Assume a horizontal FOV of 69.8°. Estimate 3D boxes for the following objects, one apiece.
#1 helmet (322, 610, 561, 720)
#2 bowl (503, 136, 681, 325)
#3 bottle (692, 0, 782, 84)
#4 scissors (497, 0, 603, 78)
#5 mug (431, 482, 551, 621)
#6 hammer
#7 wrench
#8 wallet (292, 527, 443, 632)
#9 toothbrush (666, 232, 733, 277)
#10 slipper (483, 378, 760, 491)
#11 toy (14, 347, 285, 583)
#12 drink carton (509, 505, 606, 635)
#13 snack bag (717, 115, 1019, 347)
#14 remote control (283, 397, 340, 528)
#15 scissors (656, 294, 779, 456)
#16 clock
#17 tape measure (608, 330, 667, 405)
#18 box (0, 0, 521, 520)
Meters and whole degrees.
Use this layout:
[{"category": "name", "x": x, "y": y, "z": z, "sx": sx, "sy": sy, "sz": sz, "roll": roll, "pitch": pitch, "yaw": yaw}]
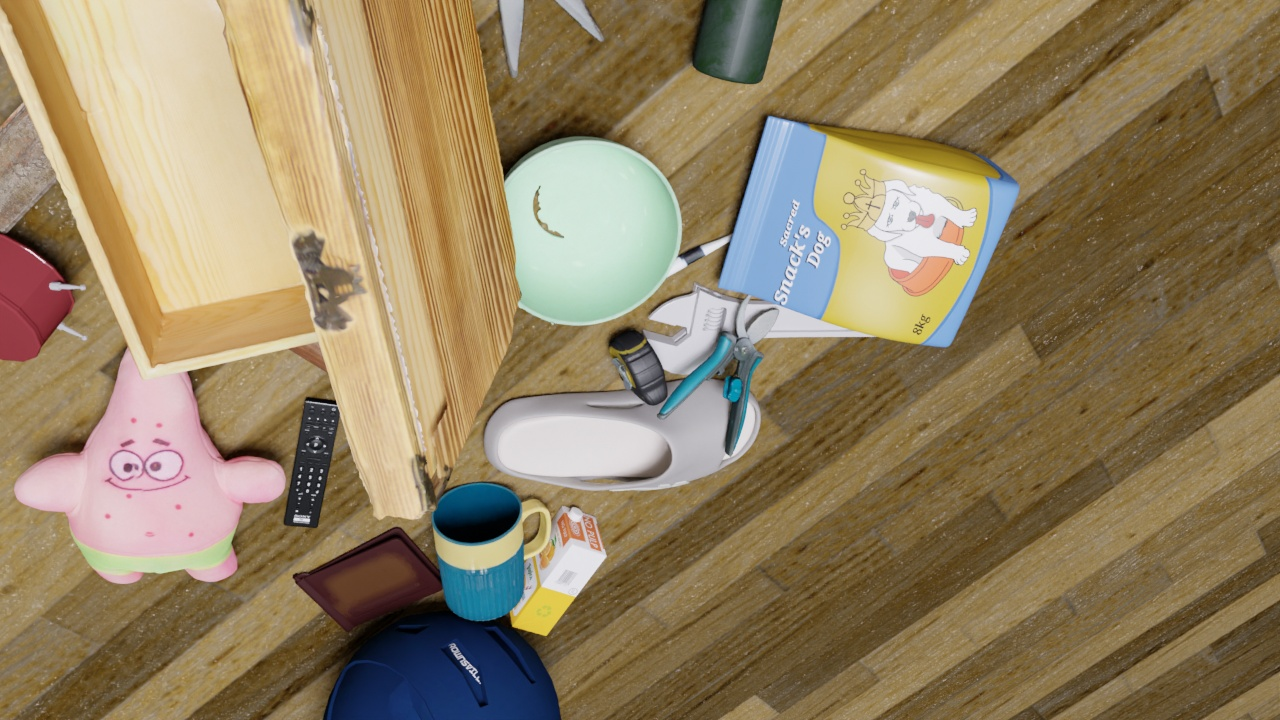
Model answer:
[{"category": "helmet", "x": -0.173, "y": 0.363, "z": 0.870, "sx": 0.231, "sy": 0.272, "sz": 0.224, "roll": -6, "pitch": 134, "yaw": -51}, {"category": "bowl", "x": -0.049, "y": -0.109, "z": 0.716, "sx": 0.150, "sy": 0.077, "sz": 0.151, "roll": -7, "pitch": 123, "yaw": -11}, {"category": "bottle", "x": 0.083, "y": -0.290, "z": 0.652, "sx": 0.055, "sy": 0.055, "sz": 0.174, "roll": 4, "pitch": 119, "yaw": -18}, {"category": "scissors", "x": -0.104, "y": -0.305, "z": 0.614, "sx": 0.216, "sy": 0.016, "sz": 0.226, "roll": 0, "pitch": 122, "yaw": -15}, {"category": "mug", "x": -0.138, "y": 0.178, "z": 0.876, "sx": 0.113, "sy": 0.083, "sz": 0.107, "roll": -19, "pitch": 127, "yaw": -28}, {"category": "hammer", "x": -0.316, "y": -0.081, "z": 0.685, "sx": 0.158, "sy": 0.037, "sz": 0.301, "roll": -40, "pitch": 123, "yaw": 11}, {"category": "wrench", "x": 0.135, "y": -0.029, "z": 0.855, "sx": 0.273, "sy": 0.018, "sz": 0.087, "roll": 0, "pitch": 121, "yaw": -16}, {"category": "wallet", "x": -0.265, "y": 0.217, "z": 0.902, "sx": 0.115, "sy": 0.018, "sz": 0.091, "roll": -26, "pitch": 125, "yaw": 4}, {"category": "toothbrush", "x": 0.034, "y": -0.088, "z": 0.793, "sx": 0.187, "sy": 0.012, "sz": 0.017, "roll": -29, "pitch": 111, "yaw": 4}, {"category": "slipper", "x": -0.008, "y": 0.082, "z": 0.847, "sx": 0.265, "sy": 0.080, "sz": 0.113, "roll": 0, "pitch": 118, "yaw": -15}, {"category": "toy", "x": -0.390, "y": 0.089, "z": 0.742, "sx": 0.191, "sy": 0.097, "sz": 0.237, "roll": 0, "pitch": 114, "yaw": -25}, {"category": "drink carton", "x": -0.084, "y": 0.208, "z": 0.918, "sx": 0.040, "sy": 0.058, "sz": 0.123, "roll": 24, "pitch": 112, "yaw": -27}, {"category": "snack bag", "x": 0.183, "y": -0.110, "z": 0.773, "sx": 0.205, "sy": 0.102, "sz": 0.159, "roll": 10, "pitch": 119, "yaw": -9}, {"category": "remote control", "x": -0.293, "y": 0.094, "z": 0.818, "sx": 0.030, "sy": 0.009, "sz": 0.140, "roll": 9, "pitch": 118, "yaw": -20}, {"category": "scissors", "x": 0.070, "y": 0.015, "z": 0.814, "sx": 0.124, "sy": 0.019, "sz": 0.154, "roll": -6, "pitch": 103, "yaw": -25}, {"category": "clock", "x": -0.464, "y": -0.051, "z": 0.638, "sx": 0.137, "sy": 0.048, "sz": 0.096, "roll": 25, "pitch": 140, "yaw": -13}, {"category": "tape measure", "x": -0.005, "y": 0.005, "z": 0.810, "sx": 0.034, "sy": 0.062, "sz": 0.061, "roll": -29, "pitch": 123, "yaw": -13}, {"category": "box", "x": -0.178, "y": -0.104, "z": 0.510, "sx": 0.283, "sy": 0.323, "sz": 0.280, "roll": -15, "pitch": 122, "yaw": -16}]
